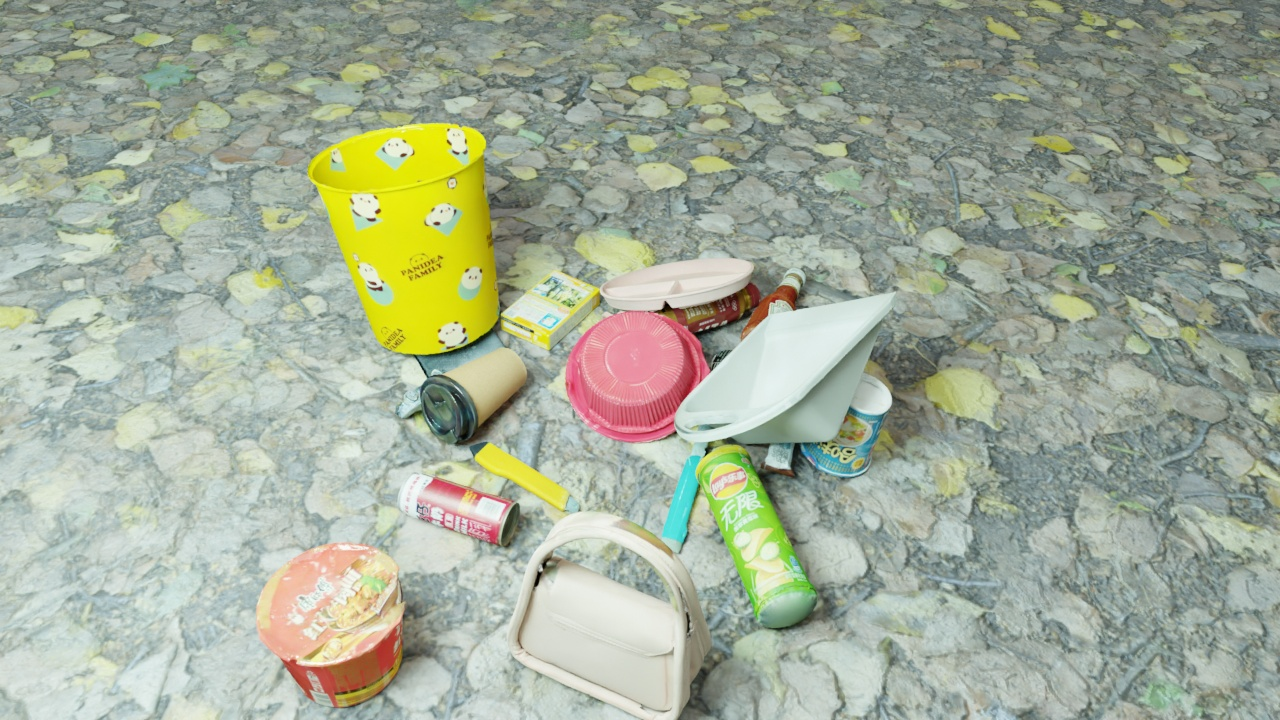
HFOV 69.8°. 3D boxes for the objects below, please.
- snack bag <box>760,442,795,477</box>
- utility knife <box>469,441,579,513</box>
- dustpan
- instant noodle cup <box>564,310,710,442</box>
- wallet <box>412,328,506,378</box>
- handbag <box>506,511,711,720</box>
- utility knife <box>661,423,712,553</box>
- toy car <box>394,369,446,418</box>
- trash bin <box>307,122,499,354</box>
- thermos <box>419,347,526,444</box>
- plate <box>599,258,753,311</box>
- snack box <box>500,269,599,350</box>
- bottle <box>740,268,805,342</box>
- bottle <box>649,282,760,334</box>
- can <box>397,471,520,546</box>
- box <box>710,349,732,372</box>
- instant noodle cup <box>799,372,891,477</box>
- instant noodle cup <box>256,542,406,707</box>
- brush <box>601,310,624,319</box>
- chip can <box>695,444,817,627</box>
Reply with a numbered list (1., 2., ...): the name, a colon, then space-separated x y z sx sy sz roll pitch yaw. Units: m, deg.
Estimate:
1. snack bag: 0.182 0.110 1.185 0.048 0.026 0.104 18 43 -1
2. utility knife: -0.142 0.146 1.126 0.171 0.015 0.033 28 52 22
3. dustpan: 0.157 0.008 1.124 0.223 0.142 0.257 -8 57 52
4. instant noodle cup: -0.007 0.007 1.204 0.194 0.066 0.193 -2 64 4
5. wallet: -0.259 -0.019 1.299 0.120 0.019 0.097 -21 48 -23
6. handbag: -0.027 0.231 0.875 0.193 0.235 0.093 17 45 13
7. utility knife: 0.062 0.151 1.140 0.029 0.013 0.217 12 45 11
8. toy car: -0.285 0.046 1.207 0.034 0.043 0.090 49 45 -3
9. trash bin: -0.303 -0.164 1.256 0.229 0.256 0.229 -4 34 3
10. thermos: -0.215 0.040 1.189 0.093 0.093 0.142 26 37 23
11. plate: 0.055 -0.112 1.358 0.229 0.028 0.229 -10 17 3
12. snack box: -0.132 -0.077 1.365 0.087 0.034 0.140 24 47 20
13. bottle: 0.206 -0.077 1.377 0.060 0.060 0.205 18 39 15
14. bottle: 0.098 -0.074 1.362 0.174 0.058 0.057 -20 47 -25
15. can: -0.210 0.171 1.062 0.133 0.053 0.053 15 43 12
16. box: 0.177 0.023 1.269 0.164 0.051 0.068 14 28 12
17. instant noodle cup: 0.265 0.077 1.159 0.099 0.110 0.099 9 44 -9
18. instant noodle cup: -0.298 0.267 0.906 0.138 0.109 0.137 3 42 -3
19. brush: 0.008 -0.018 1.287 0.146 0.063 0.072 28 56 23
20. chip can: 0.130 0.198 1.048 0.072 0.073 0.221 -8 44 -14
